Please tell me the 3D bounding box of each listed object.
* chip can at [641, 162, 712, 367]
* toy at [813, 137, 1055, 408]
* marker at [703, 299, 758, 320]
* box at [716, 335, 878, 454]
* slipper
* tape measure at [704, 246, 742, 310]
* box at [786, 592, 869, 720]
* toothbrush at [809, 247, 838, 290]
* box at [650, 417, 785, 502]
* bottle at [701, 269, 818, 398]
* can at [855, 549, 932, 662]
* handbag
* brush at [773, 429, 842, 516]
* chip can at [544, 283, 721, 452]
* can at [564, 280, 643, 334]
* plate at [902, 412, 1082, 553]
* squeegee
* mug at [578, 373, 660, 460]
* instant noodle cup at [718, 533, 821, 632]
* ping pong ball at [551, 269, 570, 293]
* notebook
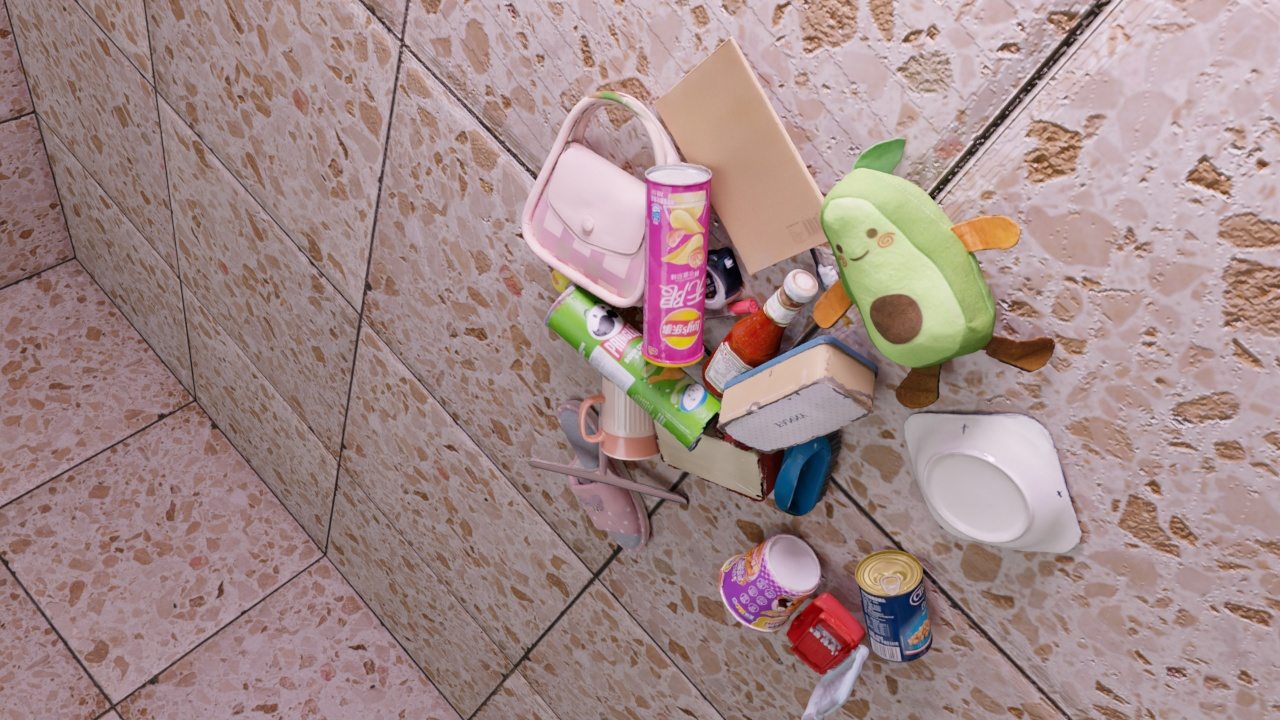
[{"bbox_3d":[0.038,-0.100,0.984,0.071,0.071,0.211,24,126,35],"label":"chip can"},{"bbox_3d":[0.243,-0.068,0.820,0.228,0.089,0.247,-27,102,46],"label":"toy"},{"bbox_3d":[0.080,-0.055,1.075,0.145,0.017,0.017,-6,115,51],"label":"marker"},{"bbox_3d":[0.169,0.039,0.977,0.089,0.060,0.185,31,142,-27],"label":"box"},{"bbox_3d":[-0.065,0.187,1.410,0.114,0.054,0.274,2,120,48],"label":"slipper"},{"bbox_3d":[0.081,-0.091,1.030,0.066,0.033,0.066,2,118,50],"label":"tape measure"},{"bbox_3d":[0.226,0.390,1.177,0.119,0.098,0.202,44,157,19],"label":"box"},{"bbox_3d":[0.157,-0.151,0.910,0.018,0.015,0.181,-11,112,45],"label":"toothbrush"},{"bbox_3d":[0.095,0.109,1.147,0.168,0.076,0.091,18,132,39],"label":"box"},{"bbox_3d":[0.130,-0.028,1.005,0.060,0.059,0.207,46,144,9],"label":"bottle"},{"bbox_3d":[0.297,0.288,1.071,0.075,0.075,0.111,12,128,43],"label":"can"},{"bbox_3d":[-0.032,-0.192,1.043,0.193,0.093,0.235,35,133,23],"label":"handbag"},{"bbox_3d":[0.186,0.131,1.064,0.055,0.073,0.144,36,142,28],"label":"brush"},{"bbox_3d":[-0.006,0.006,1.095,0.236,0.072,0.072,41,143,9],"label":"chip can"},{"bbox_3d":[-0.029,-0.053,1.164,0.147,0.057,0.058,50,145,5],"label":"can"},{"bbox_3d":[0.342,0.128,0.920,0.165,0.034,0.164,-3,117,50],"label":"plate"},{"bbox_3d":[-0.047,0.083,1.280,0.248,0.040,0.250,12,119,14],"label":"squeegee"},{"bbox_3d":[-0.025,0.068,1.203,0.081,0.114,0.106,-133,40,-62],"label":"mug"},{"bbox_3d":[0.173,0.282,1.185,0.111,0.111,0.099,47,137,9],"label":"instant noodle cup"},{"bbox_3d":[-0.097,-0.108,1.210,0.040,0.040,0.040,29,138,30],"label":"ping pong ball"},{"bbox_3d":[0.103,-0.195,0.915,0.211,0.012,0.150,59,152,-7],"label":"notebook"}]
